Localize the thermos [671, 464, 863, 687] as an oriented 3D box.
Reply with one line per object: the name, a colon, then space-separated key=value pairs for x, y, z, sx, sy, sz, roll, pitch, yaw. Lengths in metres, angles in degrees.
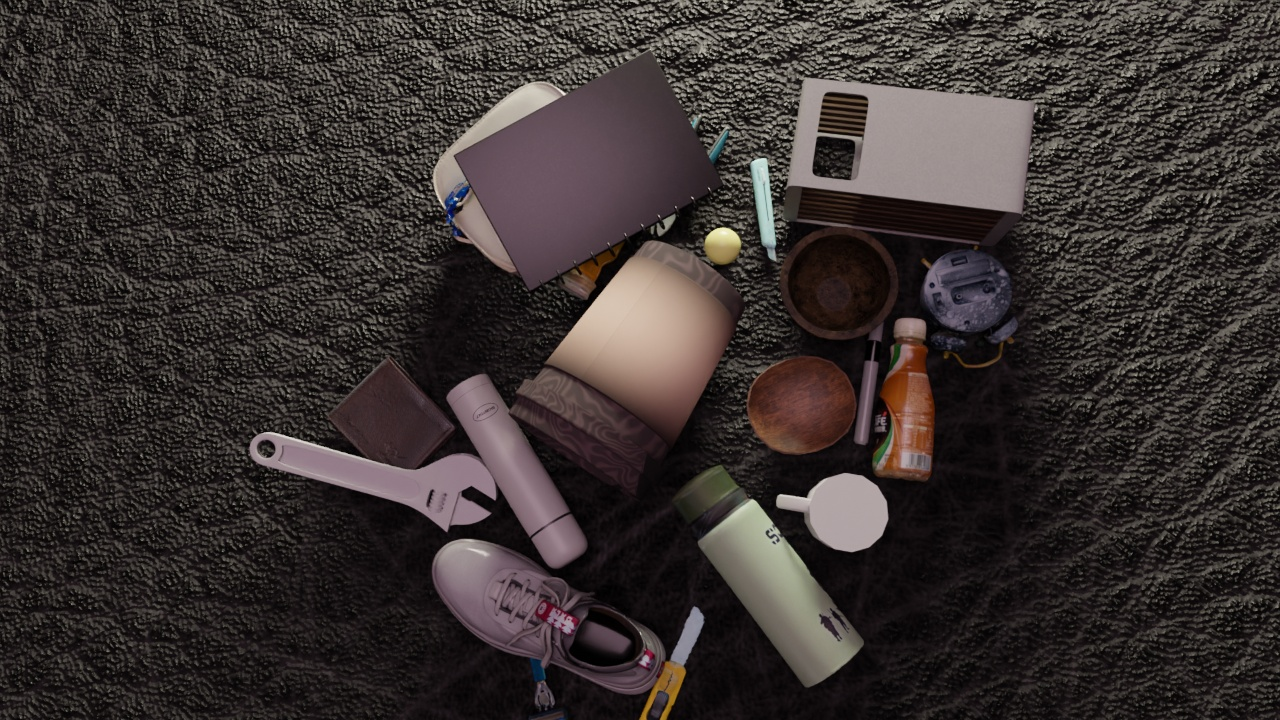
thermos: x=0.122 y=0.215 z=0.937 sx=0.082 sy=0.082 sz=0.231 roll=-38 pitch=79 yaw=0

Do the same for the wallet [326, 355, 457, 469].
wallet: x=-0.279 y=0.069 z=1.030 sx=0.099 sy=0.031 sz=0.120 roll=-45 pitch=81 yaw=0

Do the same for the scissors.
scissors: x=0.057 y=-0.210 z=1.039 sx=0.148 sy=0.019 sz=0.132 roll=-17 pitch=79 yaw=3

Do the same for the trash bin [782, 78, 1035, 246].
trash bin: x=0.274 y=-0.205 z=0.963 sx=0.229 sy=0.114 sz=0.114 roll=9 pitch=82 yaw=8

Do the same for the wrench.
wrench: x=-0.290 y=0.118 z=1.005 sx=0.273 sy=0.018 sz=0.086 roll=17 pitch=92 yaw=-1

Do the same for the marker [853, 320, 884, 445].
marker: x=0.244 y=0.020 z=0.981 sx=0.016 sy=0.016 sz=0.140 roll=9 pitch=82 yaw=8

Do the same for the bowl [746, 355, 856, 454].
bowl: x=0.171 y=0.049 z=0.980 sx=0.114 sy=0.026 sz=0.102 roll=-17 pitch=80 yaw=3

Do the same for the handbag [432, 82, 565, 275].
handbag: x=-0.116 y=-0.187 z=0.995 sx=0.201 sy=0.093 sz=0.199 roll=-42 pitch=67 yaw=6

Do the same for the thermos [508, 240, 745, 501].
thermos: x=-0.005 y=0.006 z=0.944 sx=0.173 sy=0.173 sz=0.226 roll=32 pitch=80 yaw=10

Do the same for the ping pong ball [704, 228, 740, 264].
ping pong ball: x=0.090 y=-0.126 z=1.010 sx=0.040 sy=0.040 sz=0.040 roll=-1 pitch=81 yaw=6

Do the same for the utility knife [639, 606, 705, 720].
utility knife: x=0.019 y=0.355 z=0.958 sx=0.030 sy=0.018 sz=0.206 roll=24 pitch=82 yaw=1

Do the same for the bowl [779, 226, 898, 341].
bowl: x=0.209 y=-0.076 z=0.980 sx=0.121 sy=0.056 sz=0.121 roll=-1 pitch=81 yaw=7

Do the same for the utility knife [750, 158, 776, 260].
utility knife: x=0.138 y=-0.168 z=1.025 sx=0.022 sy=0.015 sz=0.119 roll=-2 pitch=81 yaw=-26

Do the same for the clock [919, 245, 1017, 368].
clock: x=0.343 y=-0.056 z=0.963 sx=0.090 sy=0.052 sz=0.129 roll=-13 pitch=79 yaw=4

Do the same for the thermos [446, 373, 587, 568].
thermos: x=-0.132 y=0.120 z=0.992 sx=0.052 sy=0.052 sz=0.224 roll=-33 pitch=79 yaw=1

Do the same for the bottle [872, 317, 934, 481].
bottle: x=0.275 y=0.040 z=0.952 sx=0.059 sy=0.059 sz=0.167 roll=5 pitch=82 yaw=7

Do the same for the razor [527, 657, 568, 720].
razor: x=-0.112 y=0.313 z=0.976 sx=0.042 sy=0.022 sz=0.143 roll=-11 pitch=75 yaw=-9

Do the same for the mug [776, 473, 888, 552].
mug: x=0.191 y=0.151 z=0.929 sx=0.105 sy=0.089 sz=0.073 roll=9 pitch=82 yaw=8

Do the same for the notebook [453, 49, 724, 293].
notebook: x=-0.050 y=-0.192 z=0.951 sx=0.231 sy=0.019 sz=0.169 roll=-29 pitch=93 yaw=-2

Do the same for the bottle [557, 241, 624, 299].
bottle: x=-0.033 y=-0.157 z=1.023 sx=0.053 sy=0.053 sz=0.186 roll=27 pitch=86 yaw=10

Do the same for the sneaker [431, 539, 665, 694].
sneaker: x=-0.097 y=0.253 z=0.917 sx=0.263 sy=0.129 sz=0.096 roll=25 pitch=69 yaw=8
